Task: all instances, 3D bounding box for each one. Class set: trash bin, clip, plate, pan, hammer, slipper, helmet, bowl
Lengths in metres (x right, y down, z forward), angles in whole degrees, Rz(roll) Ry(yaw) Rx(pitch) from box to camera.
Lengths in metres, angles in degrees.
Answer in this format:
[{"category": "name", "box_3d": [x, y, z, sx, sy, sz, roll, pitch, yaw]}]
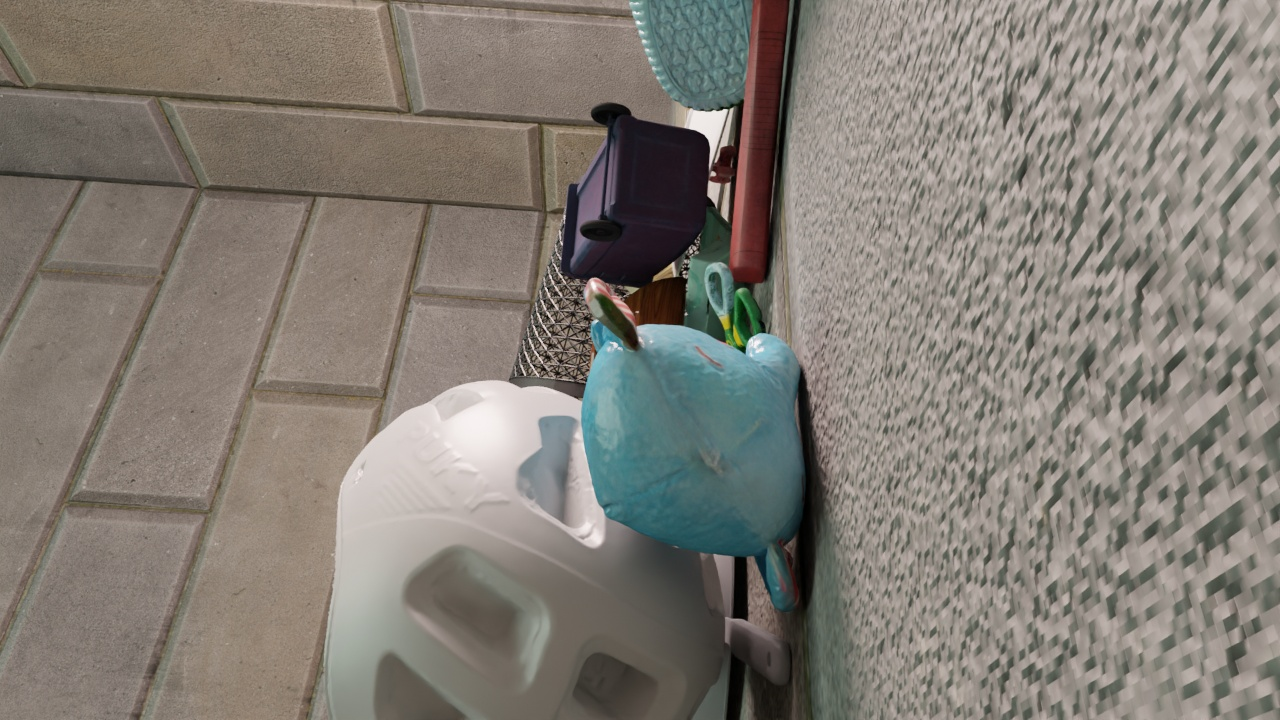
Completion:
[{"category": "trash bin", "box_3d": [-0.011, -0.117, 0.714, 0.161, 0.092, 0.093, 147, 129, -72]}, {"category": "clip", "box_3d": [0.079, -0.178, 0.866, 0.060, 0.023, 0.044, 107, 169, -62]}, {"category": "plate", "box_3d": [0.050, -0.186, 0.798, 0.229, 0.030, 0.229, 176, 110, -89]}, {"category": "pan", "box_3d": [0.050, 0.178, 0.615, 0.357, 0.051, 0.200, 84, -170, -79]}, {"category": "hammer", "box_3d": [0.079, -0.202, 0.568, 0.126, 0.036, 0.316, -81, -5, -70]}, {"category": "slipper", "box_3d": [0.022, -0.303, 0.620, 0.069, 0.116, 0.276, -67, -38, -48]}, {"category": "helmet", "box_3d": [-0.059, 0.121, 0.534, 0.184, 0.224, 0.282, -45, 24, 6]}, {"category": "bowl", "box_3d": [-0.004, 0.004, 0.732, 0.147, 0.069, 0.147, 8, -93, -86]}, {"category": "trash bin", "box_3d": [-0.017, -0.062, 1.005, 0.217, 0.217, 0.243, 98, -177, -81]}]

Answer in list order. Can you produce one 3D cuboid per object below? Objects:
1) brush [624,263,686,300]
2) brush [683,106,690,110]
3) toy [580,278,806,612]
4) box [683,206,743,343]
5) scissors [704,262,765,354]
[{"category": "brush", "box_3d": [0.016, 0.018, 0.853, 0.062, 0.077, 0.272, 55, -153, -73]}, {"category": "brush", "box_3d": [0.061, -0.286, 0.824, 0.117, 0.039, 0.049, -63, -3, -9]}, {"category": "toy", "box_3d": [0.033, 0.031, 0.468, 0.183, 0.115, 0.180, 55, -174, -5]}, {"category": "box", "box_3d": [0.056, -0.019, 0.760, 0.137, 0.057, 0.187, -66, -17, -58]}, {"category": "scissors", "box_3d": [0.063, -0.016, 0.639, 0.071, 0.014, 0.131, 57, 164, 31]}]
